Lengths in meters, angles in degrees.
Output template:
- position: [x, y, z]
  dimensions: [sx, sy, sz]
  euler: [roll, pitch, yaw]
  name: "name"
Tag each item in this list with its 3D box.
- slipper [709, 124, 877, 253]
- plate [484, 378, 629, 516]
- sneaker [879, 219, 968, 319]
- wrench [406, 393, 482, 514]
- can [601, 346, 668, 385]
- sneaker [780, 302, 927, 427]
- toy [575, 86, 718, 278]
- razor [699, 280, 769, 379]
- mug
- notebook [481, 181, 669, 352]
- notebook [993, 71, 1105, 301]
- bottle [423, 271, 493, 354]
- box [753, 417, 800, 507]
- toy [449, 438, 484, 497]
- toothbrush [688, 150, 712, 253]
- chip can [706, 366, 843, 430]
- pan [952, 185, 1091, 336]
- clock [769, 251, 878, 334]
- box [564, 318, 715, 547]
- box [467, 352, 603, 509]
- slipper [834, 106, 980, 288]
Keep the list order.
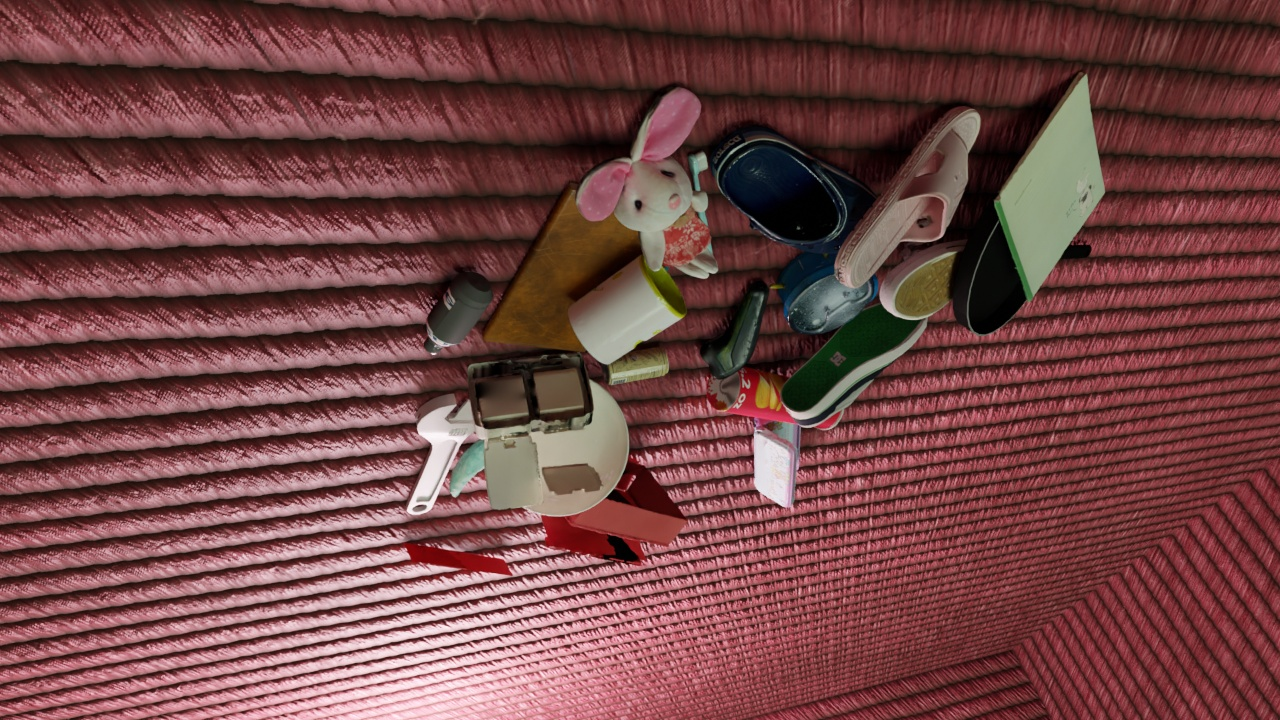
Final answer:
- position: [0.174, -0.164, 0.991]
  dimensions: [0.252, 0.095, 0.105]
  euler: [20, 126, -40]
  name: "slipper"
- position: [-0.104, 0.104, 1.163]
  dimensions: [0.182, 0.182, 0.034]
  euler: [-23, 178, 3]
  name: "plate"
- position: [0.368, -0.120, 1.161]
  dimensions: [0.240, 0.088, 0.118]
  euler: [-18, 128, -38]
  name: "sneaker"
- position: [-0.278, 0.133, 1.222]
  dimensions: [0.086, 0.018, 0.274]
  euler: [2, 141, -30]
  name: "wrench"
- position: [-0.007, 0.007, 1.174]
  dimensions: [0.079, 0.038, 0.038]
  euler: [-10, 144, -17]
  name: "can"
- position: [0.299, 0.006, 1.272]
  dimensions: [0.235, 0.084, 0.079]
  euler: [-39, 143, -1]
  name: "sneaker"
- position: [0.020, -0.153, 0.911]
  dimensions: [0.159, 0.084, 0.194]
  euler: [-45, 136, -13]
  name: "toy"
- position: [0.122, -0.040, 1.176]
  dimensions: [0.067, 0.053, 0.152]
  euler: [9, 132, -12]
  name: "razor"
- position: [-0.015, -0.056, 1.016]
  dimensions: [0.106, 0.082, 0.082]
  euler: [-33, 144, 19]
  name: "mug"
- position: [-0.049, -0.098, 1.028]
  dimensions: [0.178, 0.014, 0.250]
  euler: [6, 137, -34]
  name: "notebook"
- position: [0.500, -0.199, 1.112]
  dimensions: [0.182, 0.010, 0.252]
  euler: [-55, 142, -3]
  name: "notebook"
- position: [-0.200, -0.048, 0.987]
  dimensions: [0.047, 0.047, 0.113]
  euler: [11, 135, -39]
  name: "bottle"
- position: [0.218, 0.154, 1.478]
  dimensions: [0.077, 0.096, 0.214]
  euler: [4, 147, 11]
  name: "box"
- position: [-0.212, 0.133, 1.221]
  dimensions: [0.105, 0.033, 0.085]
  euler: [-34, 154, -34]
  name: "toy"
- position: [0.070, -0.160, 1.006]
  dimensions: [0.016, 0.016, 0.181]
  euler: [-26, 146, -9]
  name: "toothbrush"
- position: [0.196, 0.054, 1.320]
  dimensions: [0.220, 0.069, 0.069]
  euler: [12, 134, -38]
  name: "chip can"
- position: [0.511, -0.144, 1.198]
  dimensions: [0.355, 0.034, 0.226]
  euler: [-8, 122, -45]
  name: "pan"
- position: [0.238, -0.084, 1.164]
  dimensions: [0.117, 0.060, 0.161]
  euler: [-37, 144, 20]
  name: "clock"
- position: [0.006, 0.087, 1.281]
  dimensions: [0.213, 0.153, 0.325]
  euler: [25, 91, -46]
  name: "box"
- position: [-0.125, 0.089, 1.086]
  dimensions: [0.143, 0.191, 0.069]
  euler: [-6, 144, -10]
  name: "box"
- position: [0.307, -0.168, 1.003]
  dimensions: [0.239, 0.064, 0.094]
  euler: [-50, 149, -7]
  name: "slipper"
